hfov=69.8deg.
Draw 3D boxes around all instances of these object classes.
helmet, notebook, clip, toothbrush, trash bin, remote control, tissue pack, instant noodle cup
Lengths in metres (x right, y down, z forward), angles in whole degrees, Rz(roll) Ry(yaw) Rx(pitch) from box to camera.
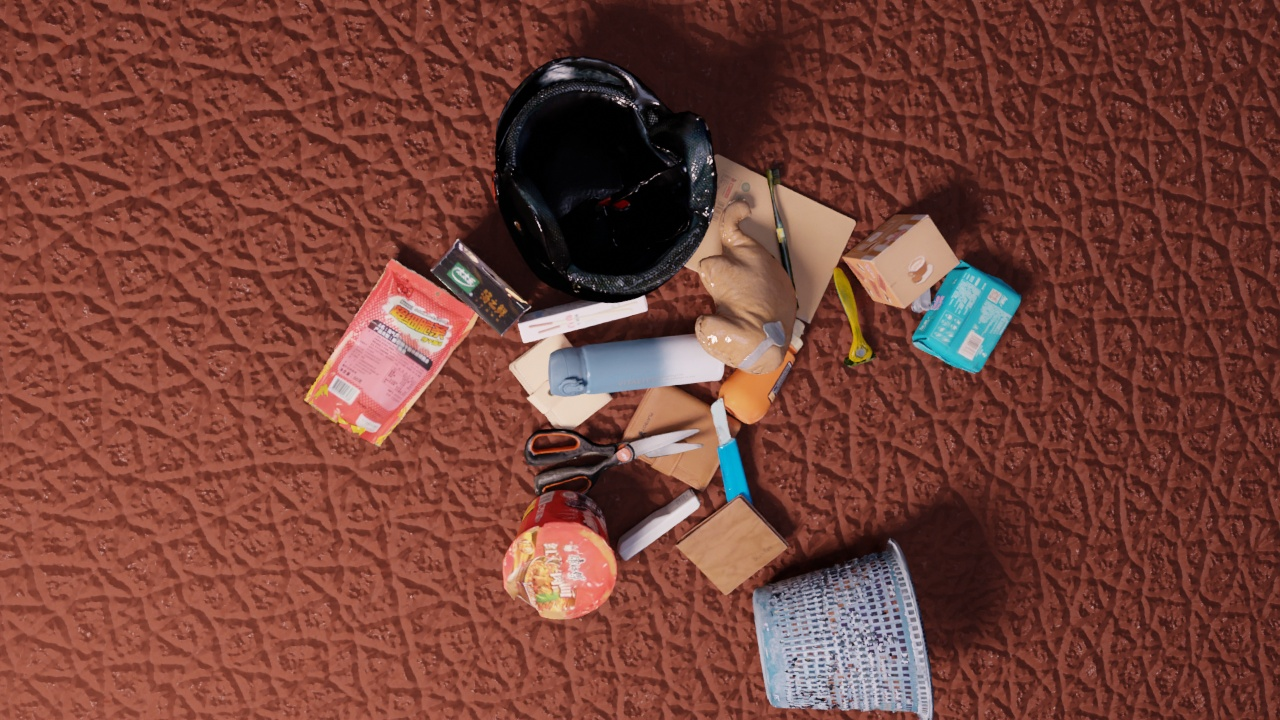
[{"bbox_3d":[-0.049,-0.195,1.048,0.233,0.230,0.274,-21,82,-15],"label":"helmet"},{"bbox_3d":[0.159,-0.156,1.187,0.207,0.008,0.148,23,94,-10],"label":"notebook"},{"bbox_3d":[0.374,-0.092,1.218,0.024,0.026,0.056,4,83,-10],"label":"clip"},{"bbox_3d":[0.185,-0.155,1.179,0.017,0.012,0.186,-14,98,-16],"label":"toothbrush"},{"bbox_3d":[0.249,0.353,1.173,0.195,0.226,0.226,-9,98,7],"label":"trash bin"},{"bbox_3d":[0.022,0.213,1.195,0.125,0.049,0.024,-35,97,-2],"label":"remote control"},{"bbox_3d":[0.431,-0.058,1.211,0.093,0.050,0.133,30,92,-8],"label":"tissue pack"},{"bbox_3d":[-0.096,0.232,1.141,0.138,0.108,0.138,0,112,-1],"label":"instant noodle cup"}]

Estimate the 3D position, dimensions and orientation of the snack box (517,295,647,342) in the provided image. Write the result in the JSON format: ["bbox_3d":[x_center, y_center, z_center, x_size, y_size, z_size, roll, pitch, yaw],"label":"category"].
[{"bbox_3d":[-0.073,-0.058,1.131,0.156,0.084,0.027,-15,101,-5],"label":"snack box"}]

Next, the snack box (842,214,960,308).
[{"bbox_3d":[0.330,-0.128,1.166,0.093,0.094,0.077,-39,103,-2],"label":"snack box"}]

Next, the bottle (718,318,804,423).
[{"bbox_3d":[0.163,0.009,1.184,0.067,0.067,0.149,38,84,-10],"label":"bottle"}]

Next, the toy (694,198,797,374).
[{"bbox_3d":[0.134,-0.089,1.141,0.143,0.083,0.225,22,58,-31],"label":"toy"}]

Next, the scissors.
[{"bbox_3d":[-0.039,0.108,1.163,0.234,0.021,0.161,-36,100,12],"label":"scissors"}]

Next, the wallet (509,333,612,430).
[{"bbox_3d":[-0.104,0.030,1.170,0.087,0.024,0.115,-37,101,0],"label":"wallet"}]

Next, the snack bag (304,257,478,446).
[{"bbox_3d":[-0.306,-0.007,1.123,0.128,0.073,0.207,34,86,-14],"label":"snack bag"}]

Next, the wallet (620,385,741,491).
[{"bbox_3d":[0.050,0.097,1.194,0.132,0.031,0.108,29,91,-8],"label":"wallet"}]

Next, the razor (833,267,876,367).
[{"bbox_3d":[0.275,-0.058,1.201,0.043,0.028,0.132,-17,101,-1],"label":"razor"}]

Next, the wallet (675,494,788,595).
[{"bbox_3d":[0.121,0.244,1.213,0.115,0.020,0.101,-41,101,16],"label":"wallet"}]

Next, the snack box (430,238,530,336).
[{"bbox_3d":[-0.189,-0.087,1.092,0.113,0.125,0.053,43,90,-10],"label":"snack box"}]

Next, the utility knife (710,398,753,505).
[{"bbox_3d":[0.120,0.140,1.192,0.034,0.018,0.203,-14,112,0],"label":"utility knife"}]

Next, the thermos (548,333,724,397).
[{"bbox_3d":[-0.007,0.007,1.144,0.220,0.070,0.070,-7,98,-14],"label":"thermos"}]
